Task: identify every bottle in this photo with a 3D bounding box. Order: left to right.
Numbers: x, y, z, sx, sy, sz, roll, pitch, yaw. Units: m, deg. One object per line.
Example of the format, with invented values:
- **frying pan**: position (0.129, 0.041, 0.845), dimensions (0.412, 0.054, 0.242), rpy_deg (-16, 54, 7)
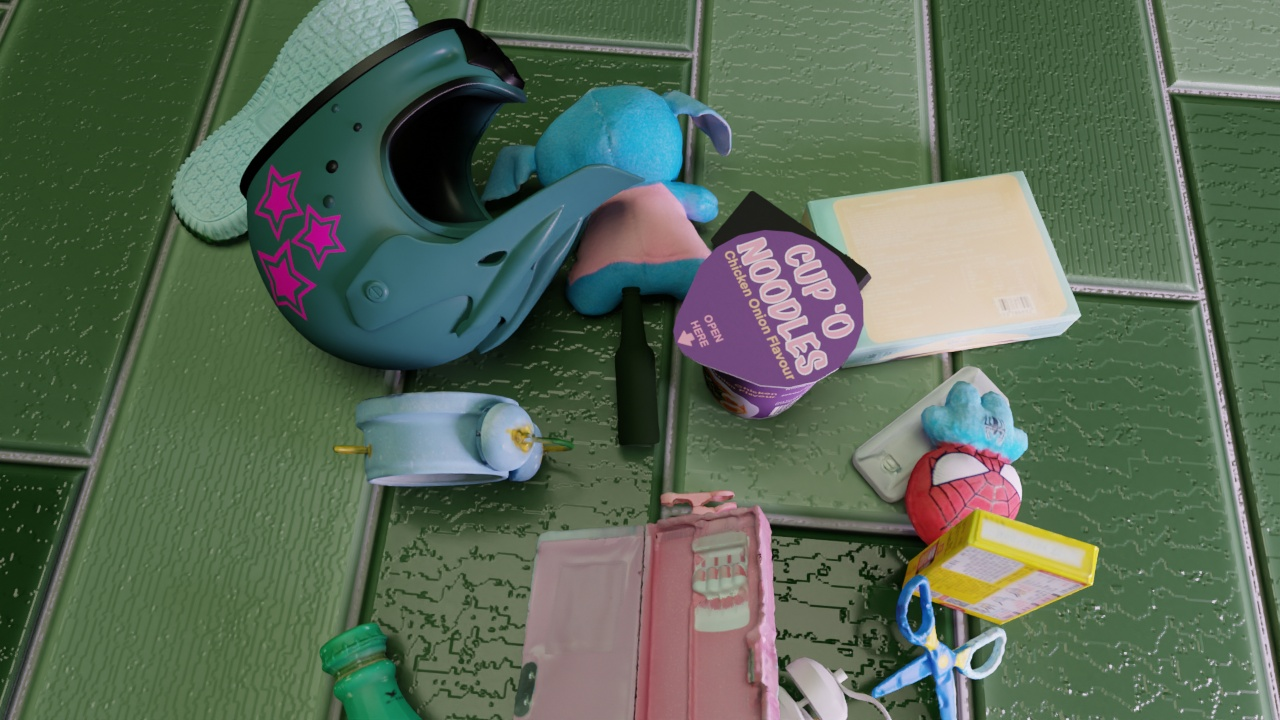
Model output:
- **bottle**: position (-0.153, 0.275, 0.596), dimensions (0.068, 0.068, 0.209), rpy_deg (-25, 70, -11)
- **bottle**: position (-0.004, 0.004, 0.714), dimensions (0.033, 0.033, 0.123), rpy_deg (-3, 85, -2)

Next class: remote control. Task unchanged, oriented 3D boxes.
- **remote control**: position (0.121, -0.084, 0.753), dimensions (0.058, 0.013, 0.133), rpy_deg (-50, 58, 6)
- **remote control**: position (0.229, 0.056, 0.719), dimensions (0.133, 0.022, 0.050), rpy_deg (-35, 72, -14)

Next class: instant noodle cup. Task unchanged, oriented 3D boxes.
- **instant noodle cup**: position (0.086, -0.011, 0.692), dimensions (0.136, 0.122, 0.121), rpy_deg (-21, 69, -9)

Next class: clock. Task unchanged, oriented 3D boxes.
- **clock**: position (-0.129, 0.057, 0.665), dimensions (0.162, 0.118, 0.060), rpy_deg (-3, 78, 5)
- **clock**: position (0.085, 0.254, 0.585), dimensions (0.159, 0.061, 0.119), rpy_deg (-12, 44, 19)

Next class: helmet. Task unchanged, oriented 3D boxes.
- **helmet**: position (-0.148, -0.105, 0.679), dimensions (0.275, 0.176, 0.200), rpy_deg (-37, 89, 13)

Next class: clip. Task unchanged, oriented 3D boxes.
- **clip**: position (0.041, 0.107, 0.698), dimensions (0.059, 0.023, 0.045), rpy_deg (-34, 73, -8)

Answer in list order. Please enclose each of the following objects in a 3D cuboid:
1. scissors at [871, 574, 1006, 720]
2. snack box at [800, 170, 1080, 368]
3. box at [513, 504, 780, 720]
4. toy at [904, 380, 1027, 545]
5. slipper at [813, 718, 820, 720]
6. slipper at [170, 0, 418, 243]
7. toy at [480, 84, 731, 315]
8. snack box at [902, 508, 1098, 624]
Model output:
- **scissors**: position (0.207, 0.204, 0.634), dimensions (0.126, 0.013, 0.125), rpy_deg (-14, 100, -23)
- **snack box**: position (0.246, -0.078, 0.765), dimensions (0.193, 0.044, 0.141), rpy_deg (-9, 67, -5)
- **box**: position (0.004, 0.207, 0.603), dimensions (0.179, 0.040, 0.232), rpy_deg (-10, 45, 16)
- **toy**: position (0.244, 0.082, 0.679), dimensions (0.092, 0.062, 0.132), rpy_deg (20, 78, -22)
- **slipper**: position (0.180, 0.337, 0.569), dimensions (0.099, 0.078, 0.263), rpy_deg (-32, 68, -18)
- **slipper**: position (-0.293, -0.210, 0.805), dimensions (0.116, 0.069, 0.276), rpy_deg (42, 88, 15)
- **toy**: position (-0.026, -0.132, 0.765), dimensions (0.224, 0.099, 0.191), rpy_deg (-13, 79, 2)
- **snack box**: position (0.233, 0.141, 0.613), dimensions (0.075, 0.152, 0.025), rpy_deg (18, 66, 8)
